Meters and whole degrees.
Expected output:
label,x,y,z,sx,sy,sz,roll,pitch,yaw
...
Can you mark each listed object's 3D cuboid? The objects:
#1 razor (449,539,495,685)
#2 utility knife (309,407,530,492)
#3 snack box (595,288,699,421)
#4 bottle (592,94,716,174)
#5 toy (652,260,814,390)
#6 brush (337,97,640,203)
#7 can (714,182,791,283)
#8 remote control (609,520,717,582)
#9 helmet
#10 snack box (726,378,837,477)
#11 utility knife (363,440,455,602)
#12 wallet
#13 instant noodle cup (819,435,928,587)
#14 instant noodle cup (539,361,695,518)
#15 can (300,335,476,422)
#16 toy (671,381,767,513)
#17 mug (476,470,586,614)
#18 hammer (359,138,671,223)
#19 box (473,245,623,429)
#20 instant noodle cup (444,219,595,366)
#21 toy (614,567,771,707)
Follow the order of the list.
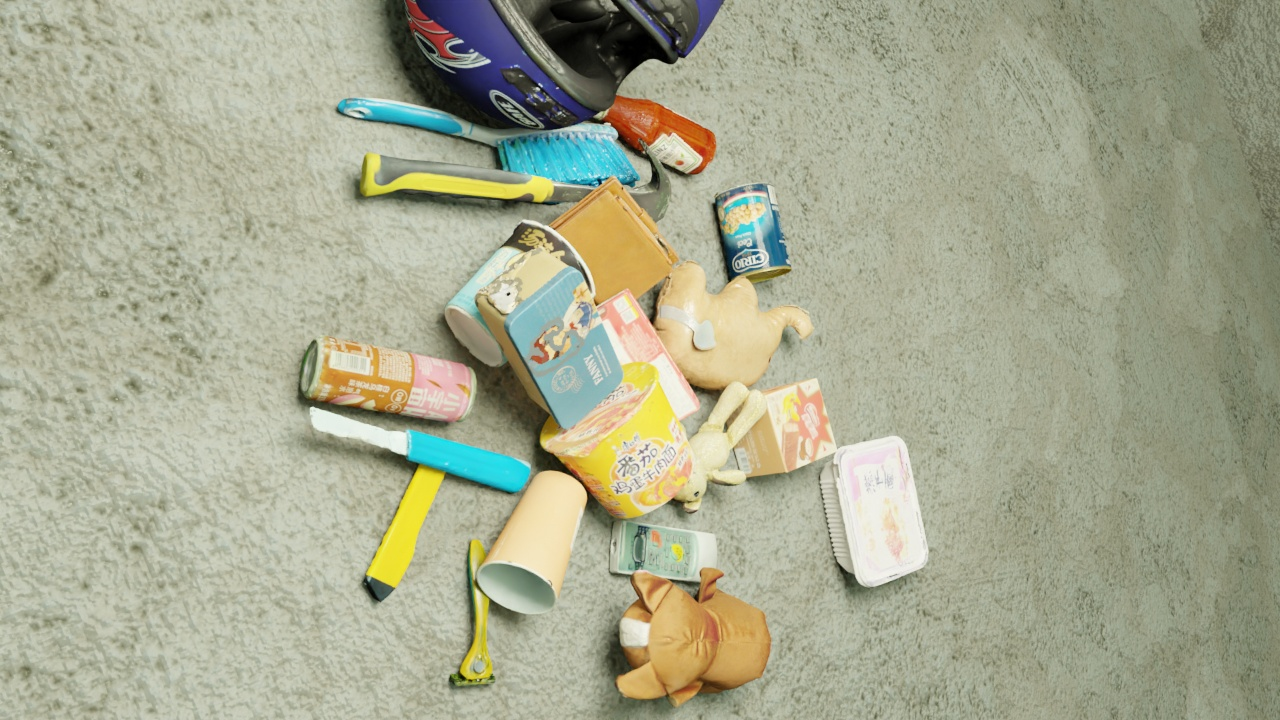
label,x,y,z,sx,sy,sz,roll,pitch,yaw
razor,-0.154,0.234,0.861,0.043,0.028,0.132,7,74,-31
utility knife,-0.196,0.082,0.842,0.236,0.018,0.034,25,68,-41
snack box,-0.006,0.006,0.990,0.153,0.075,0.025,57,10,-11
bottle,-0.005,-0.276,1.060,0.206,0.060,0.059,17,70,-32
toy,0.107,-0.030,1.072,0.225,0.083,0.143,11,92,-37
brush,-0.147,-0.220,0.953,0.313,0.061,0.109,-11,81,-35
can,0.137,-0.156,1.125,0.075,0.075,0.111,-7,84,-37
remote control,0.027,0.209,0.999,0.135,0.019,0.056,16,71,-32
helmet,-0.091,-0.339,0.868,0.241,0.315,0.247,-51,144,11
snack box,0.165,0.080,1.092,0.094,0.077,0.092,-15,88,-37
utility knife,-0.210,0.143,0.845,0.033,0.015,0.163,39,59,-31
wallet,-0.031,-0.116,0.967,0.132,0.108,0.031,45,12,-40
instant noodle cup,0.289,0.191,1.168,0.137,0.060,0.173,-7,83,-37
instant noodle cup,-0.016,0.085,0.931,0.137,0.138,0.110,-47,116,-33
can,-0.227,0.019,0.833,0.147,0.058,0.057,13,72,-33
toy,0.080,0.093,1.019,0.105,0.066,0.157,37,81,7
mug,-0.096,0.168,0.873,0.078,0.078,0.122,44,41,-20
hammer,-0.113,-0.175,0.918,0.322,0.126,0.032,1,41,-29
box,-0.080,-0.015,0.857,0.089,0.061,0.184,-43,141,-14
instant noodle cup,-0.123,-0.059,0.902,0.120,0.111,0.111,-46,107,-26
toy,0.042,0.281,0.937,0.199,0.131,0.140,21,64,-54
